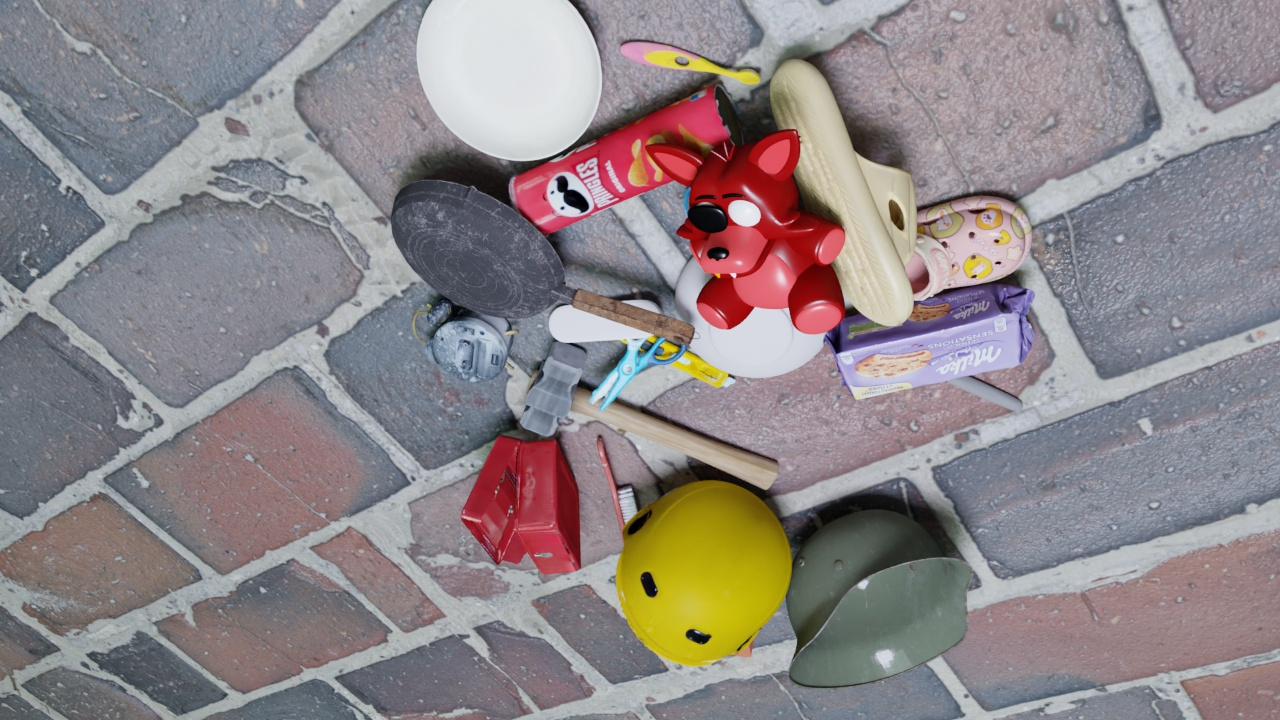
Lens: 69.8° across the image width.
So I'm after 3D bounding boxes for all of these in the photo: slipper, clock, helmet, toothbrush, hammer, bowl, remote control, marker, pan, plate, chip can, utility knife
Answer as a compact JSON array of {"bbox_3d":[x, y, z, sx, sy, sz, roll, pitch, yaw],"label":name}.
[{"bbox_3d":[0.201,-0.161,0.853,0.079,0.111,0.261,-27,98,-13],"label":"slipper"},{"bbox_3d":[-0.210,-0.025,1.084,0.129,0.052,0.090,15,128,1],"label":"clock"},{"bbox_3d":[0.091,0.237,1.094,0.209,0.239,0.140,46,121,5],"label":"helmet"},{"bbox_3d":[0.047,-0.280,0.863,0.135,0.016,0.021,14,129,5],"label":"toothbrush"},{"bbox_3d":[0.282,-0.096,0.903,0.198,0.081,0.093,-8,124,21],"label":"slipper"},{"bbox_3d":[0.016,0.084,1.118,0.323,0.051,0.118,22,127,-7],"label":"hammer"},{"bbox_3d":[0.121,-0.045,0.984,0.177,0.066,0.177,6,127,8],"label":"bowl"},{"bbox_3d":[0.275,0.272,1.119,0.226,0.153,0.269,7,136,-24],"label":"helmet"},{"bbox_3d":[-0.040,-0.044,1.038,0.137,0.013,0.043,-3,91,21],"label":"remote control"},{"bbox_3d":[0.362,0.023,1.012,0.138,0.016,0.022,23,104,-5],"label":"marker"},{"bbox_3d":[-0.107,-0.079,0.970,0.357,0.040,0.208,22,152,7],"label":"pan"},{"bbox_3d":[-0.123,-0.284,0.885,0.182,0.034,0.183,6,127,8],"label":"plate"},{"bbox_3d":[-0.014,-0.193,0.903,0.233,0.073,0.073,-19,119,24],"label":"chip can"},{"bbox_3d":[0.040,-0.006,1.065,0.155,0.017,0.031,24,131,-9],"label":"utility knife"}]

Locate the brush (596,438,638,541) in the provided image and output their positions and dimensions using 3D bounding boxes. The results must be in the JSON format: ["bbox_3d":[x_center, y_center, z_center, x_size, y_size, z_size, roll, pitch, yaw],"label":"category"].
[{"bbox_3d":[-0.025,0.170,1.198,0.030,0.041,0.172,-13,121,1],"label":"brush"}]

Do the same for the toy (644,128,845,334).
[{"bbox_3d":[0.101,-0.118,0.844,0.159,0.120,0.197,6,140,38],"label":"toy"}]

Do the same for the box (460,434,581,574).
[{"bbox_3d":[-0.127,0.182,1.146,0.123,0.136,0.157,6,149,17],"label":"box"}]

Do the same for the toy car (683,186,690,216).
[{"bbox_3d":[0.096,-0.155,0.931,0.105,0.032,0.048,9,126,5],"label":"toy car"}]

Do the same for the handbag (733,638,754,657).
[{"bbox_3d":[0.094,0.345,1.284,0.109,0.060,0.172,0,126,18],"label":"handbag"}]

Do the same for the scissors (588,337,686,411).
[{"bbox_3d":[-0.006,0.009,1.052,0.083,0.015,0.140,33,98,-8],"label":"scissors"}]

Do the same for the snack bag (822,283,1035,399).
[{"bbox_3d":[0.302,-0.023,0.956,0.206,0.058,0.096,-14,139,18],"label":"snack bag"}]
